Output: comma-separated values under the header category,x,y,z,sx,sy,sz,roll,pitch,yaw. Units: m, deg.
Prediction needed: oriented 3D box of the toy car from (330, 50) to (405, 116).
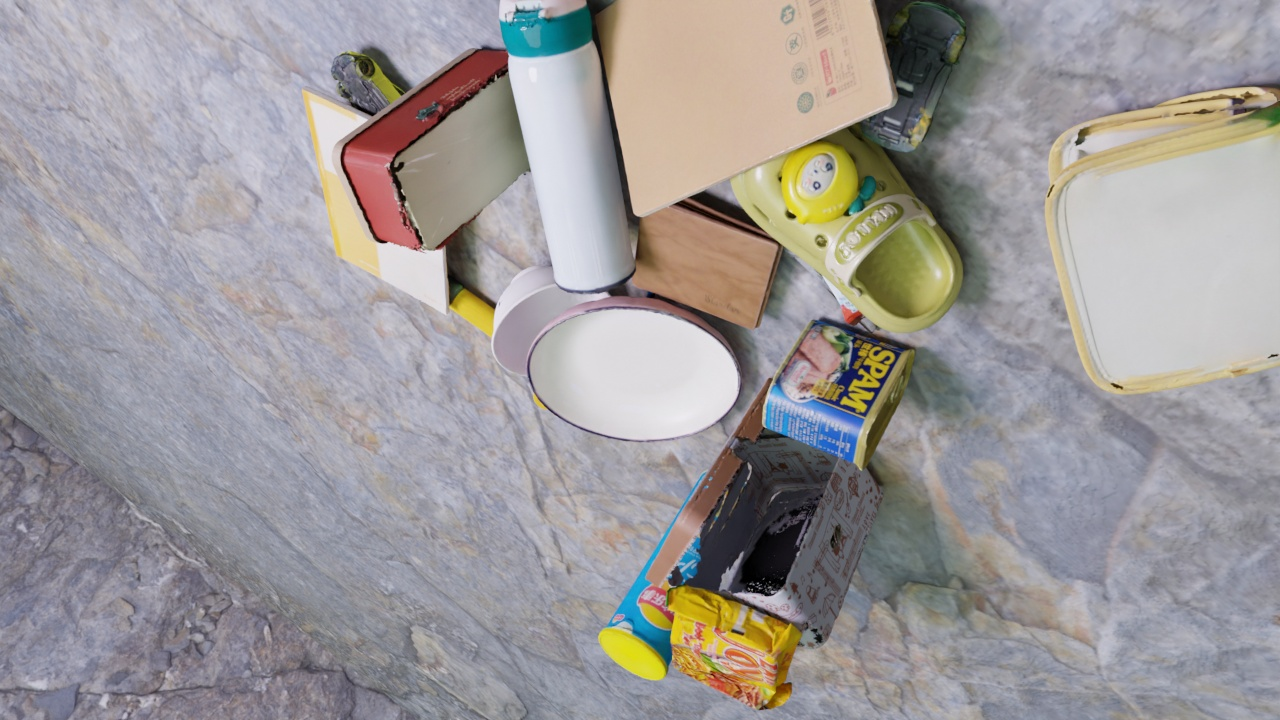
category,x,y,z,sx,sy,sz,roll,pitch,yaw
toy car,-0.222,-0.223,0.796,0.048,0.032,0.105,-15,122,49

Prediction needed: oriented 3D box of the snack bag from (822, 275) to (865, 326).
category,x,y,z,sx,sy,sz,roll,pitch,yaw
snack bag,0.141,-0.071,0.649,0.048,0.026,0.104,-33,108,27

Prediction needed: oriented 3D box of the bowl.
category,x,y,z,sx,sy,sz,roll,pitch,yaw
bowl,-0.088,-0.048,0.840,0.118,0.118,0.064,96,153,-50

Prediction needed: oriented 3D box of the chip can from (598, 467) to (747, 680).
category,x,y,z,sx,sy,sz,roll,pitch,yaw
chip can,0.042,0.203,0.898,0.071,0.209,0.071,23,142,19

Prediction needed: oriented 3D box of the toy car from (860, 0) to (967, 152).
category,x,y,z,sx,sy,sz,roll,pitch,yaw
toy car,0.160,-0.167,0.540,0.043,0.036,0.091,28,144,14

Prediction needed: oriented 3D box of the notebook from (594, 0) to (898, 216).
category,x,y,z,sx,sy,sz,roll,pitch,yaw
notebook,0.052,-0.188,0.563,0.208,0.008,0.147,-15,85,47

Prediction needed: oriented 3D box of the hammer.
category,x,y,z,sx,sy,sz,roll,pitch,yaw
hammer,-0.189,-0.066,0.943,0.301,0.032,0.129,35,144,2

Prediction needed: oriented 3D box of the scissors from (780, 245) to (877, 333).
category,x,y,z,sx,sy,sz,roll,pitch,yaw
scissors,0.099,-0.100,0.685,0.225,0.015,0.189,8,135,32

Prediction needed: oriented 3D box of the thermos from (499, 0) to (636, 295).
category,x,y,z,sx,sy,sz,roll,pitch,yaw
thermos,-0.051,-0.162,0.673,0.073,0.073,0.224,13,130,29

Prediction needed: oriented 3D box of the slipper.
category,x,y,z,sx,sy,sz,roll,pitch,yaw
slipper,0.144,-0.088,0.586,0.190,0.092,0.081,41,-175,-17

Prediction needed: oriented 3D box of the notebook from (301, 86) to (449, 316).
category,x,y,z,sx,sy,sz,roll,pitch,yaw
notebook,-0.243,-0.144,0.864,0.146,0.010,0.207,27,143,13

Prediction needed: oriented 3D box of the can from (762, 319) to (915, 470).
category,x,y,z,sx,sy,sz,roll,pitch,yaw
can,0.151,0.023,0.703,0.083,0.101,0.057,21,142,23

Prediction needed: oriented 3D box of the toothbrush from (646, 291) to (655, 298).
category,x,y,z,sx,sy,sz,roll,pitch,yaw
toothbrush,0.002,-0.029,0.843,0.016,0.014,0.190,29,142,8

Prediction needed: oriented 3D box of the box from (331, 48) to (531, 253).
category,x,y,z,sx,sy,sz,roll,pitch,yaw
box,-0.132,-0.156,0.681,0.078,0.167,0.091,17,140,30

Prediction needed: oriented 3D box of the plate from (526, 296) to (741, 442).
category,x,y,z,sx,sy,sz,roll,pitch,yaw
plate,-0.005,0.005,0.826,0.192,0.039,0.193,4,141,3

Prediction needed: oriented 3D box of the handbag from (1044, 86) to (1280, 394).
category,x,y,z,sx,sy,sz,roll,pitch,yaw
handbag,0.326,-0.070,0.504,0.179,0.063,0.163,-12,124,28

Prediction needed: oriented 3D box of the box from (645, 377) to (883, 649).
category,x,y,z,sx,sy,sz,roll,pitch,yaw
box,0.091,0.122,0.798,0.151,0.181,0.166,-8,129,43

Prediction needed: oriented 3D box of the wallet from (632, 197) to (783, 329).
category,x,y,z,sx,sy,sz,roll,pitch,yaw
wallet,0.049,-0.078,0.719,0.115,0.020,0.101,23,143,13

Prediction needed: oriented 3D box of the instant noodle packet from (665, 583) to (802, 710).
category,x,y,z,sx,sy,sz,roll,pitch,yaw
instant noodle packet,0.074,0.237,0.755,0.111,0.044,0.129,15,142,17
